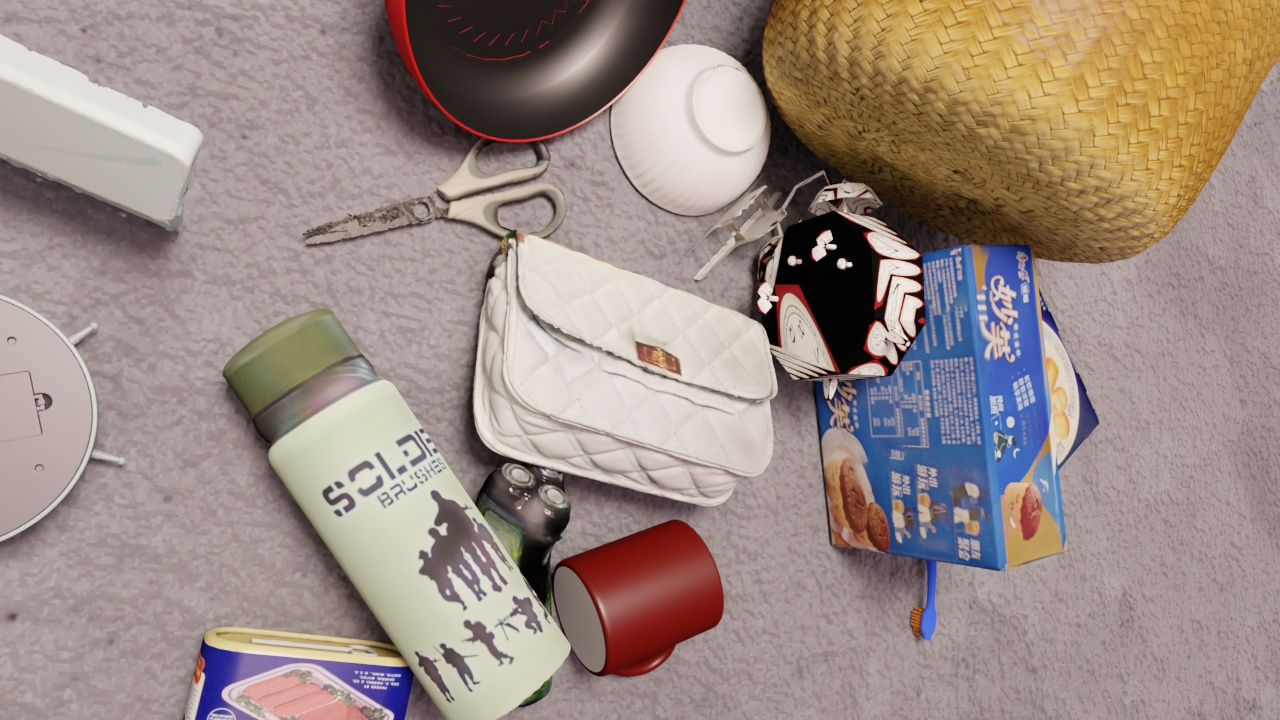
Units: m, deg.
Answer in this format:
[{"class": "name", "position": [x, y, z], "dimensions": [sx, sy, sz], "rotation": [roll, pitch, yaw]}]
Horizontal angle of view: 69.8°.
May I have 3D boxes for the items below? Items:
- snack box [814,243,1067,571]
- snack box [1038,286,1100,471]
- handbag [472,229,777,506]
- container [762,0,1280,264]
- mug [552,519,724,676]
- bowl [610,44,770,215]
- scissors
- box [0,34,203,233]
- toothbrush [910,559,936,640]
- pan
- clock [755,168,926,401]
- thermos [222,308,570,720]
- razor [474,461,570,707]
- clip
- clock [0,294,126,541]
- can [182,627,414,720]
[{"class": "snack box", "position": [0.199, 0.032, 0.642], "dimensions": [0.069, 0.155, 0.202], "rotation": [-6, 89, -31]}, {"class": "snack box", "position": [0.304, 0.030, 0.756], "dimensions": [0.144, 0.043, 0.144], "rotation": [-36, 104, -31]}, {"class": "handbag", "position": [-0.003, 0.003, 0.570], "dimensions": [0.194, 0.073, 0.138], "rotation": [18, 52, -27]}, {"class": "container", "position": [0.230, -0.200, 0.587], "dimensions": [0.307, 0.307, 0.196], "rotation": [30, 90, -23]}, {"class": "mug", "position": [-0.003, 0.161, 0.582], "dimensions": [0.082, 0.073, 0.106], "rotation": [-15, 123, -28]}, {"class": "bowl", "position": [0.045, -0.163, 0.626], "dimensions": [0.118, 0.062, 0.118], "rotation": [2, 86, -28]}, {"class": "scissors", "position": [-0.117, -0.086, 0.562], "dimensions": [0.121, 0.013, 0.170], "rotation": [47, 65, -15]}, {"class": "box", "position": [-0.299, -0.113, 0.399], "dimensions": [0.197, 0.135, 0.040], "rotation": [26, 64, -24]}, {"class": "toothbrush", "position": [0.230, 0.129, 0.733], "dimensions": [0.016, 0.018, 0.182], "rotation": [11, 79, -30]}, {"class": "pan", "position": [0.005, -0.273, 0.532], "dimensions": [0.355, 0.209, 0.067], "rotation": [-42, 62, -9]}, {"class": "clock", "position": [0.122, -0.059, 0.622], "dimensions": [0.065, 0.115, 0.154], "rotation": [3, 60, -32]}, {"class": "thermos", "position": [-0.132, 0.080, 0.495], "dimensions": [0.082, 0.082, 0.231], "rotation": [-35, 91, -25]}, {"class": "razor", "position": [-0.067, 0.133, 0.547], "dimensions": [0.053, 0.067, 0.151], "rotation": [-7, 95, -48]}, {"class": "clip", "position": [0.070, -0.106, 0.642], "dimensions": [0.050, 0.059, 0.101], "rotation": [43, 67, -4]}, {"class": "clock", "position": [-0.335, 0.030, 0.423], "dimensions": [0.159, 0.045, 0.122], "rotation": [-11, 92, -27]}, {"class": "can", "position": [-0.183, 0.196, 0.486], "dimensions": [0.116, 0.057, 0.092], "rotation": [15, 78, -26]}]
